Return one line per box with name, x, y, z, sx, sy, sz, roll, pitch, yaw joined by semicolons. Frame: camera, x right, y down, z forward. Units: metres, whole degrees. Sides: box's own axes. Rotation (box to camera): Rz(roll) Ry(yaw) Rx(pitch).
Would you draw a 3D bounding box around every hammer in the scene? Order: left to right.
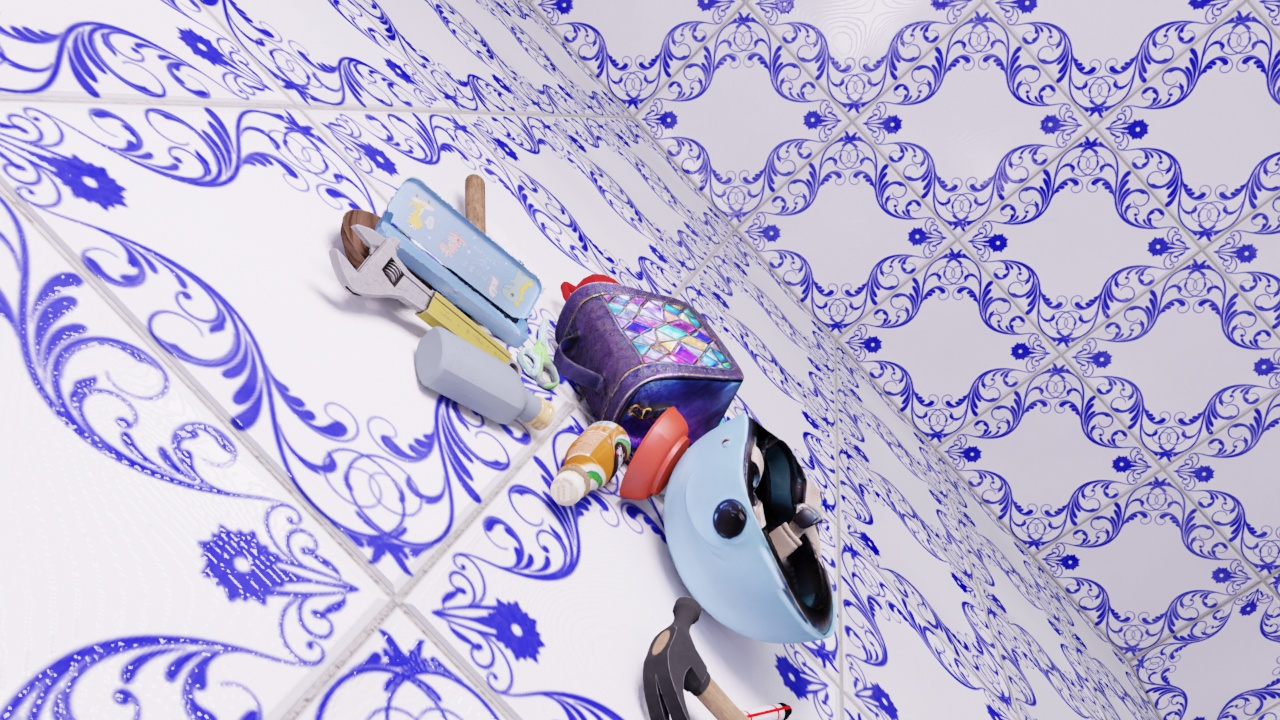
hammer;-0.215;-0.159;1.196;0.129;0.040;0.321;35;25;-32
hammer;0.115;0.374;0.861;0.305;0.040;0.132;50;30;-10

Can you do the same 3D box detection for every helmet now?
helmet;0.122;0.203;1.040;0.225;0.167;0.265;37;29;-49

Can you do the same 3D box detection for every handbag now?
handbag;-0.007;0.007;1.167;0.221;0.126;0.204;5;35;-31

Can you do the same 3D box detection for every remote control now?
remote control;-0.184;-0.151;1.316;0.136;0.013;0.043;48;18;0

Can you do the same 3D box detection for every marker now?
marker;0.126;0.369;0.951;0.145;0.019;0.019;21;32;-54

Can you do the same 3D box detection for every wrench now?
wrench;-0.213;-0.047;0.961;0.273;0.018;0.083;45;46;-42

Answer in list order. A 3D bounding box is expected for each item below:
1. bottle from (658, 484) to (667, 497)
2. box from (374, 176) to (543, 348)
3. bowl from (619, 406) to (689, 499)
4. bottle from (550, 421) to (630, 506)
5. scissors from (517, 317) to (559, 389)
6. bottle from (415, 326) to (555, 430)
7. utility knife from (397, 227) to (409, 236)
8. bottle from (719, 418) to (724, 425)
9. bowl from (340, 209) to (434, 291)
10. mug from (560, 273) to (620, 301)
bottle;0.032;0.110;1.212;0.053;0.053;0.185;40;20;-22
box;-0.203;-0.106;1.040;0.209;0.039;0.126;40;35;-26
bowl;0.023;0.115;1.064;0.035;0.122;0.121;30;14;14
bottle;-0.057;0.113;0.991;0.059;0.059;0.166;48;18;0
scissors;-0.127;-0.016;1.177;0.065;0.033;0.173;37;24;-19
bottle;-0.157;0.028;0.959;0.161;0.046;0.072;33;23;-38
utility knife;-0.264;-0.172;1.178;0.031;0.015;0.197;45;19;-1
bottle;0.081;0.051;1.458;0.136;0.044;0.044;47;18;-3
bowl;-0.277;-0.107;0.983;0.119;0.032;0.119;42;19;-19
mug;-0.065;-0.070;1.319;0.116;0.081;0.096;28;26;-32
